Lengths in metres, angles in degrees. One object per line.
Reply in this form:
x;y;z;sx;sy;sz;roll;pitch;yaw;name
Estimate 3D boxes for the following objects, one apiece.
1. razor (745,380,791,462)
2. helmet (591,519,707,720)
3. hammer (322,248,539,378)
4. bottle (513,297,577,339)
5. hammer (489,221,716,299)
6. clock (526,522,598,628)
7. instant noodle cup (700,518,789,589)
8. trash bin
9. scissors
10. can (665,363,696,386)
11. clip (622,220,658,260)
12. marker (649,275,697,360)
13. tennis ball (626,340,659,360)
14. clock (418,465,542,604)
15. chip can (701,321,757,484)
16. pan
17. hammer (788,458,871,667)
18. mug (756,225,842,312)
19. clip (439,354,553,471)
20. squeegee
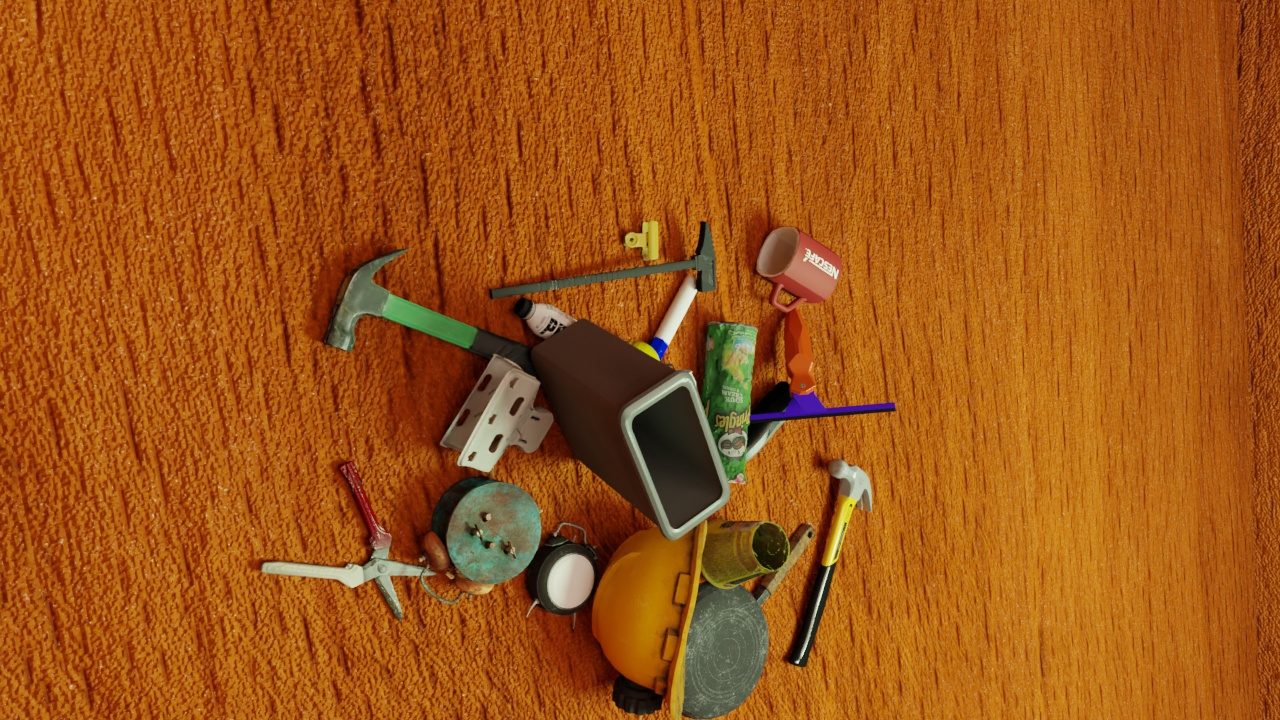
0.179;0.095;1.345;0.155;0.057;0.060;-39;145;-29;razor
0.006;0.318;1.167;0.131;0.205;0.255;9;101;6;helmet
-0.199;-0.027;1.074;0.318;0.032;0.130;23;78;-35;hammer
-0.105;-0.042;1.135;0.116;0.041;0.041;31;74;-33;bottle
-0.040;-0.115;1.175;0.324;0.015;0.095;-12;107;-29;hammer
-0.094;0.269;1.154;0.091;0.044;0.122;26;77;-34;clock
0.145;0.263;1.277;0.102;0.108;0.102;12;68;-31;instant noodle cup
-0.016;0.072;1.067;0.097;0.220;0.192;-33;123;-19;trash bin
-0.320;0.213;1.005;0.178;0.015;0.199;-21;105;-35;scissors
0.046;0.066;1.235;0.064;0.064;0.127;-11;98;-36;can
0.004;-0.160;1.219;0.048;0.046;0.054;-6;97;-61;clip
0.044;-0.057;1.252;0.133;0.023;0.027;-62;165;-17;marker
-0.007;0.007;1.193;0.065;0.065;0.065;-2;93;-36;tennis ball
-0.188;0.210;1.065;0.121;0.073;0.157;48;66;-27;clock
0.120;0.057;1.278;0.075;0.076;0.223;9;84;-36;chip can
0.162;0.370;1.352;0.356;0.040;0.208;-45;116;-25;pan
0.295;0.322;1.443;0.127;0.029;0.323;25;80;-46;hammer
0.229;-0.126;1.354;0.096;0.080;0.116;25;84;-34;mug
-0.167;0.062;1.074;0.126;0.110;0.150;-58;168;2;clip
0.232;-0.001;1.341;0.055;0.250;0.184;75;12;-54;squeegee
